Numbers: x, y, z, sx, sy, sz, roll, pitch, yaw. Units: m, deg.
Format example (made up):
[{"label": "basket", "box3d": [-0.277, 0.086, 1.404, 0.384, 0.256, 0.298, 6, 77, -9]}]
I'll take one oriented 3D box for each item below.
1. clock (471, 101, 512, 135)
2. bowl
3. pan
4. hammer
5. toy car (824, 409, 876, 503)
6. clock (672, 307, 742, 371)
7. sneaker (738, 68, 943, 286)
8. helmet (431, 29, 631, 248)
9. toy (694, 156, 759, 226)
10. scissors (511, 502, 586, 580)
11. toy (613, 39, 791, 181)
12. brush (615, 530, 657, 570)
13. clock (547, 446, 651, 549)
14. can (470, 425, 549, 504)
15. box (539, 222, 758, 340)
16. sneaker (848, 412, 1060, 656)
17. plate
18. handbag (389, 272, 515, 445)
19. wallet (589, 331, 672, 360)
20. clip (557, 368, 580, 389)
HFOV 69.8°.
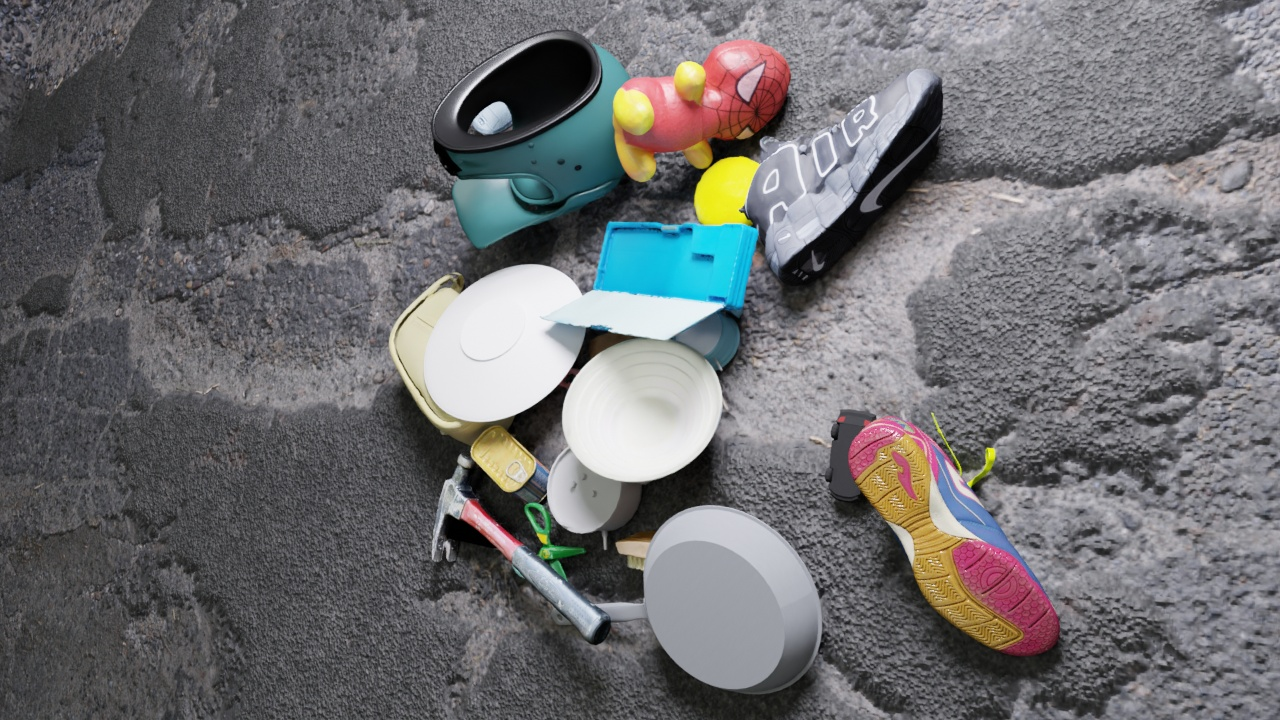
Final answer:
[{"label": "clock", "box3d": [-0.168, -0.375, 1.284, 0.158, 0.058, 0.117, -49, 57, 13]}, {"label": "bowl", "box3d": [0.006, 0.063, 1.010, 0.177, 0.058, 0.176, -7, 59, 11]}, {"label": "pan", "box3d": [0.023, 0.264, 0.965, 0.358, 0.050, 0.201, -18, 92, 36]}, {"label": "hammer", "box3d": [-0.148, 0.239, 1.087, 0.326, 0.036, 0.140, 29, 102, 43]}, {"label": "toy car", "box3d": [0.212, 0.095, 0.914, 0.042, 0.036, 0.091, 8, 92, 34]}, {"label": "clock", "box3d": [0.076, -0.044, 1.046, 0.088, 0.042, 0.123, -4, 70, 33]}, {"label": "sneaker", "box3d": [0.197, -0.215, 0.969, 0.253, 0.097, 0.151, -51, 59, 19]}, {"label": "helmet", "box3d": [-0.125, -0.265, 1.133, 0.275, 0.200, 0.176, -28, 63, 1]}, {"label": "toy", "box3d": [0.105, -0.191, 1.060, 0.096, 0.041, 0.094, -41, 63, 18]}, {"label": "scissors", "box3d": [-0.115, 0.233, 1.102, 0.130, 0.011, 0.125, -43, 68, 33]}, {"label": "toy", "box3d": [0.069, -0.291, 1.033, 0.216, 0.148, 0.098, -25, 72, -11]}, {"label": "brush", "box3d": [0.034, 0.211, 0.997, 0.117, 0.049, 0.039, 1, 96, 35]}, {"label": "clock", "box3d": [-0.044, 0.129, 1.063, 0.120, 0.061, 0.159, 27, 95, 36]}, {"label": "can", "box3d": [-0.157, 0.131, 1.132, 0.054, 0.059, 0.100, -47, 54, -7]}, {"label": "box", "box3d": [0.014, -0.081, 1.041, 0.244, 0.070, 0.170, 12, 62, 52]}, {"label": "sneaker", "box3d": [0.290, 0.149, 0.830, 0.116, 0.091, 0.241, -41, 78, 25]}, {"label": "plate", "box3d": [-0.178, -0.032, 1.142, 0.230, 0.030, 0.229, -12, 57, 18]}, {"label": "handbag", "box3d": [-0.238, -0.002, 1.225, 0.233, 0.088, 0.190, 33, 82, 36]}, {"label": "wallet", "box3d": [-0.006, 0.006, 1.093, 0.121, 0.027, 0.098, -19, 69, 30]}, {"label": "clip", "box3d": [-0.100, 0.026, 1.155, 0.060, 0.023, 0.044, -14, 68, 25]}]
